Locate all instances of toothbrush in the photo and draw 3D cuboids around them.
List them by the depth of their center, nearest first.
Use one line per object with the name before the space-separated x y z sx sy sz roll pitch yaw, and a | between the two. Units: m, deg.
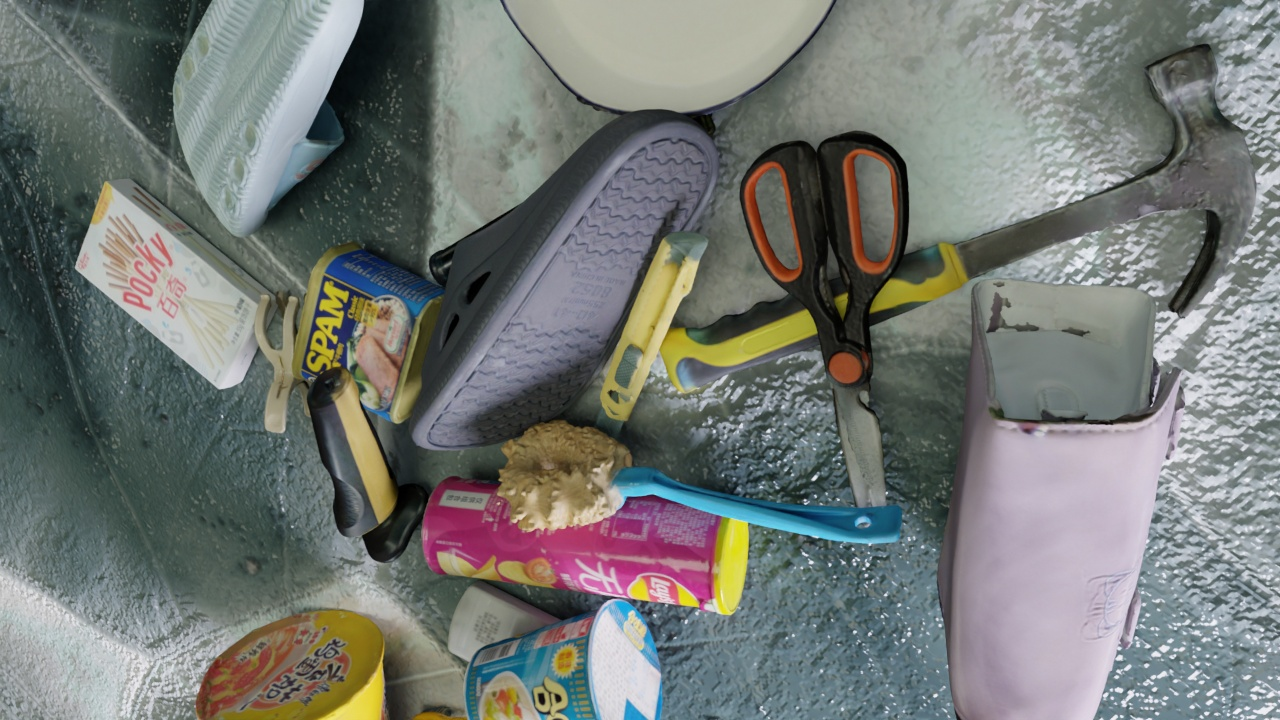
toothbrush | -0.046 -0.100 0.574 0.213 0.026 0.027 -25 66 24
toothbrush | -0.092 0.276 0.709 0.192 0.018 0.016 -9 101 19

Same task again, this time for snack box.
snack box | -0.354 -0.058 0.698 0.157 0.026 0.085 38 115 5

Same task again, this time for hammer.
hammer | 0.159 -0.044 0.513 0.324 0.031 0.126 -21 97 24

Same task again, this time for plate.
plate | 0.016 -0.238 0.500 0.205 0.045 0.205 6 108 19

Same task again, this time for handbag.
handbag | 0.199 0.075 0.453 0.098 0.144 0.197 8 121 21

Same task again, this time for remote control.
remote control | -0.070 0.217 0.676 0.150 0.021 0.058 23 99 14

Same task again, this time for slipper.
slipper | -0.057 -0.051 0.564 0.269 0.110 0.083 -51 52 26
slipper | -0.233 -0.178 0.590 0.246 0.074 0.104 -38 82 42

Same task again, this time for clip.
clip | -0.257 0.000 0.671 0.035 0.071 0.100 6 104 18

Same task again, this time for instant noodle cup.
instant noodle cup | -0.056 0.218 0.616 0.110 0.099 0.099 -16 99 23
instant noodle cup | -0.256 0.279 0.710 0.138 0.137 0.110 2 115 19

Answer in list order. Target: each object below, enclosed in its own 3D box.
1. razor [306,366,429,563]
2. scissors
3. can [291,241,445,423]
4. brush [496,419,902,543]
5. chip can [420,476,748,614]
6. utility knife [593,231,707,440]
razor | -0.190 0.071 0.633 0.168 0.067 0.062 87 157 -44
scissors | 0.103 -0.011 0.520 0.142 0.021 0.235 19 118 24
can | -0.182 -0.018 0.631 0.083 0.057 0.102 25 113 9
brush | 0.026 0.081 0.554 0.255 0.083 0.046 6 127 19
chip can | -0.038 0.120 0.612 0.211 0.071 0.071 2 106 20
utility knife | -0.003 0.003 0.577 0.031 0.021 0.211 41 135 22
